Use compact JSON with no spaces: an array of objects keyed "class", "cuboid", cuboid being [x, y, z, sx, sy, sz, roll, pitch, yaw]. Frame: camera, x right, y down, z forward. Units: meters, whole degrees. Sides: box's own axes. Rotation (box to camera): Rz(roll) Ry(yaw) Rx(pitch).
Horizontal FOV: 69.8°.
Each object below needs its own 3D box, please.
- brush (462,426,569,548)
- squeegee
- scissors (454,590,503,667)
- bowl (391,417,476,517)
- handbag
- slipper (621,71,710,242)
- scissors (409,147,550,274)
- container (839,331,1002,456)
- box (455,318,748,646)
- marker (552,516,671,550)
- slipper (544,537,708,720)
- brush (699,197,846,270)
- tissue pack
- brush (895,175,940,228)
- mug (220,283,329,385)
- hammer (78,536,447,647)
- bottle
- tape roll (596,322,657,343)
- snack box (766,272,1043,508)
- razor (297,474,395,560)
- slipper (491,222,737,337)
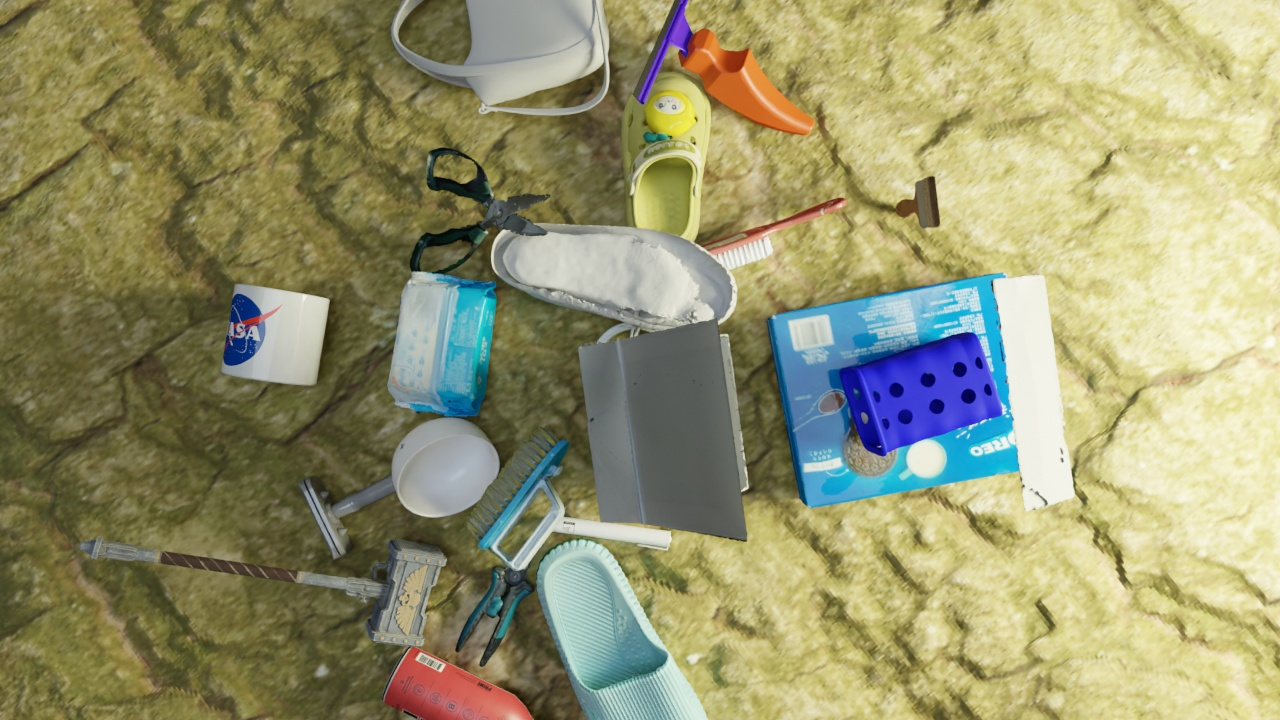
[{"class":"brush","cuboid":[-0.111,0.138,0.933,0.075,0.055,0.136,37,91,11]},{"class":"squeegee","cuboid":[0.096,-0.282,0.920,0.184,0.055,0.248,30,54,-15]},{"class":"scissors","cuboid":[-0.150,0.247,0.954,0.139,0.019,0.129,-17,88,1]},{"class":"bowl","cuboid":[-0.200,0.102,0.926,0.104,0.054,0.105,-15,127,-21]},{"class":"handbag","cuboid":[-0.148,-0.346,0.929,0.223,0.095,0.215,-13,86,8]},{"class":"slipper","cuboid":[0.022,-0.199,0.922,0.092,0.081,0.190,3,92,6]},{"class":"scissors","cuboid":[-0.168,-0.128,0.919,0.209,0.015,0.155,28,99,37]},{"class":"container","cuboid":[0.256,0.029,0.846,0.113,0.085,0.084,-18,89,1]},{"class":"box","cuboid":[0.005,0.059,0.707,0.149,0.506,0.166,-8,89,7]},{"class":"marker","cuboid":[-0.035,0.178,0.950,0.133,0.017,0.020,7,93,3]},{"class":"slipper","cuboid":[-0.022,0.310,0.924,0.116,0.069,0.276,-27,87,5]},{"class":"brush","cuboid":[0.131,-0.124,0.937,0.172,0.041,0.030,-20,107,4]},{"class":"tissue pack","cuboid":[-0.202,-0.015,0.940,0.093,0.061,0.144,7,87,4]},{"class":"brush","cuboid":[0.261,-0.148,0.876,0.008,0.143,0.045,-9,97,4]},{"class":"mug","cuboid":[-0.382,-0.028,0.943,0.121,0.091,0.090,8,89,38]},{"class":"hammer","cuboid":[-0.356,0.204,0.882,0.321,0.044,0.098,16,90,-25]},{"class":"bottle","cuboid":[-0.170,0.355,0.932,0.176,0.062,0.062,25,90,3]},{"class":"tape roll","cuboid":[-0.006,0.006,0.953,0.093,0.013,0.093,0,90,3]},{"class":"snack box","cuboid":[0.261,0.029,0.917,0.239,0.056,0.195,-10,89,2]},{"class":"razor","cuboid":[-0.284,0.141,0.955,0.116,0.047,0.088,-26,88,-5]},{"class":"slipper","cuboid":[-0.025,-0.081,0.923,0.247,0.074,0.112,11,99,8]}]
